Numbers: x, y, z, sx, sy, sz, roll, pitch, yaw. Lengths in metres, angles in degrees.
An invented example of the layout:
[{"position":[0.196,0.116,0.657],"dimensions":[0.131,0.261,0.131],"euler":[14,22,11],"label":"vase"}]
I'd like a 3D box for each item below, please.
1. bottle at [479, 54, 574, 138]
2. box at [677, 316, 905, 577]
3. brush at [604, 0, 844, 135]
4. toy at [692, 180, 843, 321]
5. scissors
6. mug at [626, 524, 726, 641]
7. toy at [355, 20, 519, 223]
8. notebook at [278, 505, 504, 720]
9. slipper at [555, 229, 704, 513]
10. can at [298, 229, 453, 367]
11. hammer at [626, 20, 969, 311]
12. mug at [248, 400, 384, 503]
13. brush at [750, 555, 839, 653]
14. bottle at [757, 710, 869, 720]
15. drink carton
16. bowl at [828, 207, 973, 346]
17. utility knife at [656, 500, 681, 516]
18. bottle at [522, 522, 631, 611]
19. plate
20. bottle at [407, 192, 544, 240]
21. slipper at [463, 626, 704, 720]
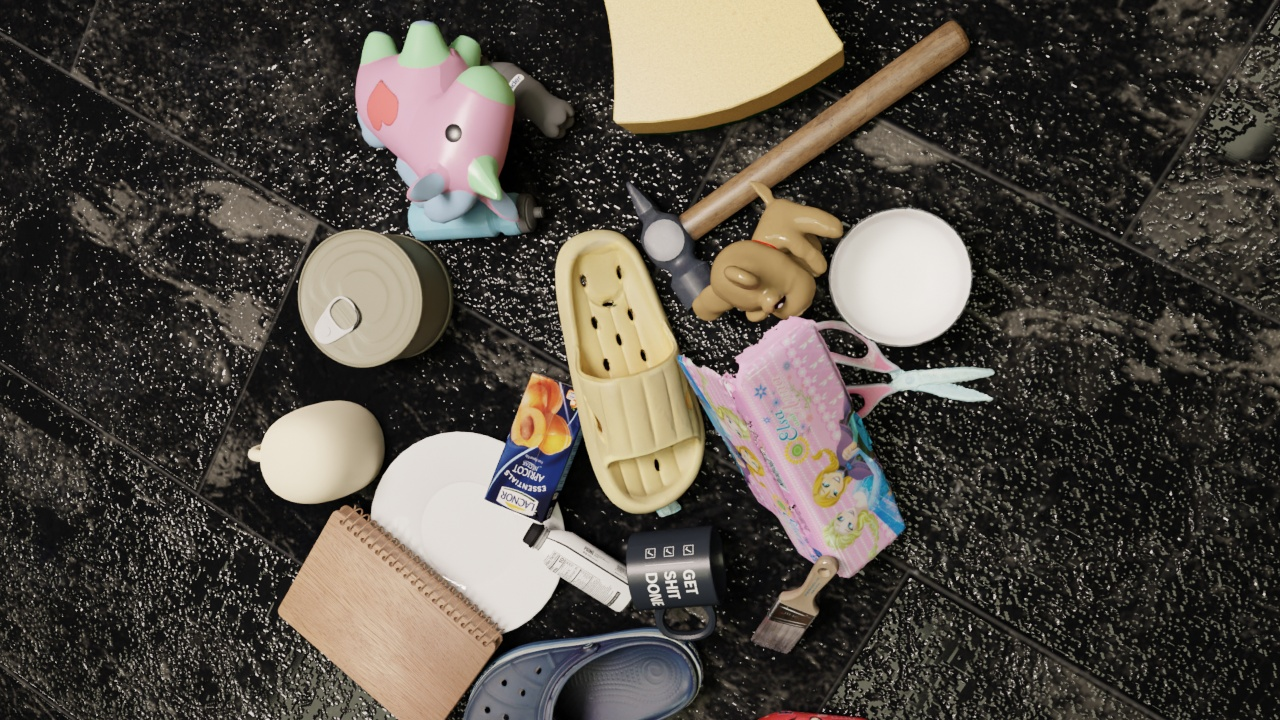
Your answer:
[{"position":[-0.111,-0.248,0.849],"dimensions":[0.110,0.036,0.036],"euler":[37,103,8],"label":"bottle"},{"position":[0.132,0.069,0.788],"dimensions":[0.086,0.106,0.230],"euler":[-36,116,-14],"label":"box"},{"position":[0.050,-0.331,0.781],"dimensions":[0.195,0.075,0.250],"euler":[-14,92,15],"label":"brush"},{"position":[0.107,-0.081,0.755],"dimensions":[0.106,0.134,0.108],"euler":[35,76,-3],"label":"toy"},{"position":[0.224,0.001,0.805],"dimensions":[0.179,0.016,0.105],"euler":[-6,94,15],"label":"scissors"},{"position":[0.037,0.207,0.842],"dimensions":[0.077,0.071,0.105],"euler":[-8,97,14],"label":"mug"},{"position":[-0.194,-0.210,0.827],"dimensions":[0.223,0.120,0.171],"euler":[8,93,40],"label":"toy"},{"position":[-0.255,0.264,0.931],"dimensions":[0.210,0.022,0.169],"euler":[38,114,7],"label":"notebook"},{"position":[-0.005,0.005,0.814],"dimensions":[0.111,0.079,0.261],"euler":[-15,87,-17],"label":"slipper"},{"position":[-0.252,-0.060,0.884],"dimensions":[0.128,0.073,0.128],"euler":[1,96,14],"label":"can"},{"position":[0.137,-0.185,0.797],"dimensions":[0.322,0.040,0.129],"euler":[-34,83,14],"label":"hammer"},{"position":[-0.329,0.092,0.904],"dimensions":[0.120,0.099,0.096],"euler":[2,96,13],"label":"mug"},{"position":[0.139,0.217,0.812],"dimensions":[0.039,0.012,0.152],"euler":[21,132,3],"label":"brush"},{"position":[0.142,0.353,0.837],"dimensions":[0.138,0.062,0.062],"euler":[0,96,13],"label":"bottle"},{"position":[-0.094,0.082,0.864],"dimensions":[0.064,0.040,0.130],"euler":[21,90,8],"label":"drink carton"},{"position":[0.218,-0.069,0.773],"dimensions":[0.113,0.063,0.113],"euler":[1,96,14],"label":"bowl"},{"position":[-0.005,0.095,0.870],"dimensions":[0.022,0.015,0.124],"euler":[-35,84,11],"label":"utility knife"},{"position":[-0.058,0.191,0.866],"dimensions":[0.116,0.041,0.041],"euler":[33,102,-5],"label":"bottle"},{"position":[-0.173,0.174,0.918],"dimensions":[0.209,0.015,0.208],"euler":[1,96,14],"label":"plate"},{"position":[-0.153,-0.137,0.869],"dimensions":[0.130,0.040,0.040],"euler":[-1,95,14],"label":"bottle"},{"position":[-0.065,0.320,0.869],"dimensions":[0.253,0.095,0.105],"euler":[-22,93,11],"label":"slipper"}]
